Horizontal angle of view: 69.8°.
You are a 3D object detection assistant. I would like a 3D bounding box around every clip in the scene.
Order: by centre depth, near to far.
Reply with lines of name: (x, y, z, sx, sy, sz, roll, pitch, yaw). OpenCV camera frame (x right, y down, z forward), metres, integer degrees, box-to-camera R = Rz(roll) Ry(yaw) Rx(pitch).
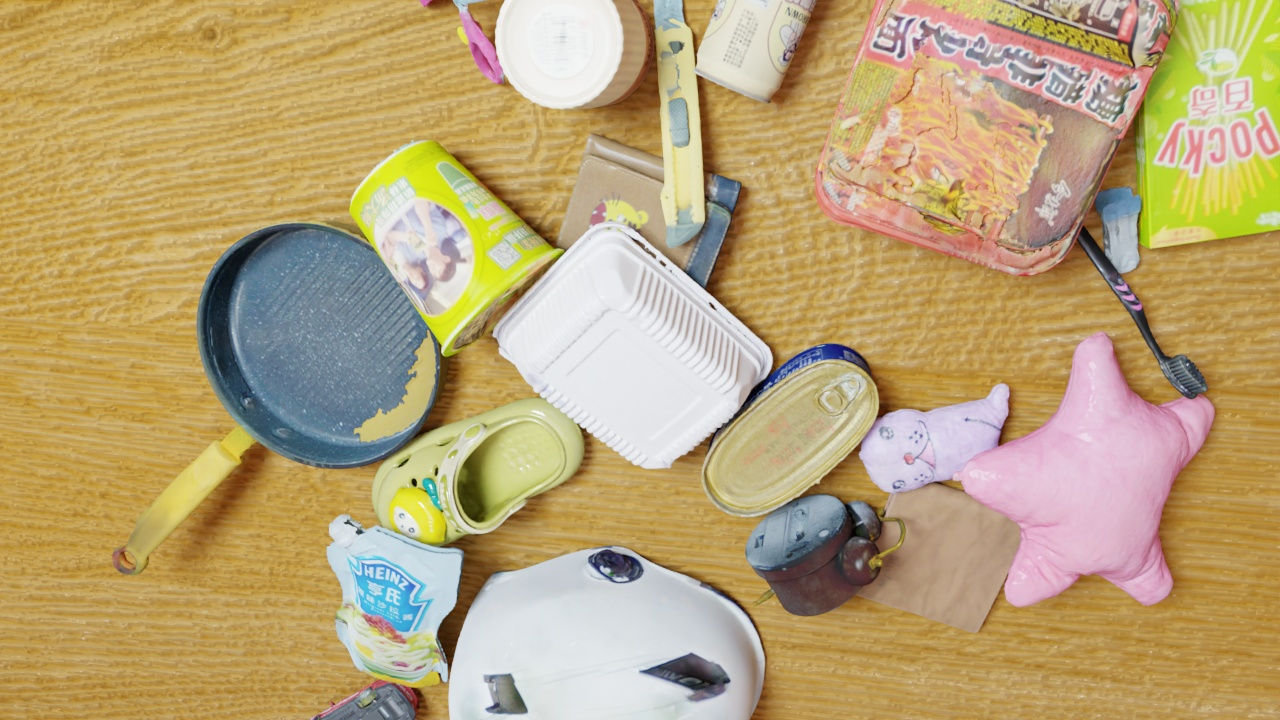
clip: (0.317, -0.084, 0.606, 0.027, 0.045, 0.058, -12, 116, 8)

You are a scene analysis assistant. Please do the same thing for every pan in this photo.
pan: (-0.302, 0.045, 0.726, 0.197, 0.078, 0.358, 44, 110, -5)

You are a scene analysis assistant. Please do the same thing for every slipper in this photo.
slipper: (-0.134, 0.093, 0.713, 0.191, 0.081, 0.091, -27, 99, 14)

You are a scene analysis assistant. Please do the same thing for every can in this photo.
can: (0.081, -0.228, 0.579, 0.058, 0.058, 0.116, 23, 111, 2)
can: (0.108, 0.051, 0.671, 0.074, 0.049, 0.148, 43, 110, -6)

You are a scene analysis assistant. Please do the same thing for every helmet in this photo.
helmet: (-0.035, 0.276, 0.719, 0.259, 0.145, 0.229, -1, 108, 10)

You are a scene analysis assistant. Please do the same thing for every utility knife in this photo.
utility knife: (0.024, -0.170, 0.615, 0.031, 0.020, 0.188, -4, 87, -2)

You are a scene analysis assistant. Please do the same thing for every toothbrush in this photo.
toothbrush: (0.315, -0.053, 0.605, 0.014, 0.018, 0.189, -35, 90, -25)

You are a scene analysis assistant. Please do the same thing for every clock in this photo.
clock: (0.136, 0.140, 0.678, 0.122, 0.081, 0.055, -24, 107, 24)

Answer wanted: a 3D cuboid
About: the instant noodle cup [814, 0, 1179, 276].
instant noodle cup: (0.209, -0.158, 0.566, 0.164, 0.079, 0.189, 20, 109, 7)

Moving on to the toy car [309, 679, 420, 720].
toy car: (-0.252, 0.325, 0.827, 0.121, 0.045, 0.053, -32, 98, 13)

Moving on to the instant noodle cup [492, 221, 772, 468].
instant noodle cup: (-0.004, 0.004, 0.644, 0.173, 0.060, 0.138, 38, 115, -23)

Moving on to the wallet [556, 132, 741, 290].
wallet: (0.005, -0.101, 0.650, 0.115, 0.033, 0.090, 22, 111, 6)

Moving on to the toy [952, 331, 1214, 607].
toy: (0.301, 0.076, 0.626, 0.178, 0.074, 0.195, 6, 100, -9)

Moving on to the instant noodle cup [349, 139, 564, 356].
instant noodle cup: (-0.134, -0.085, 0.644, 0.112, 0.111, 0.123, -41, 89, 19)

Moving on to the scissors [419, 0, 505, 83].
scissors: (-0.123, -0.238, 0.595, 0.017, 0.133, 0.131, -41, 65, -10)

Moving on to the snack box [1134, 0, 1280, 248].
snack box: (0.357, -0.153, 0.572, 0.086, 0.026, 0.156, -7, 107, 13)

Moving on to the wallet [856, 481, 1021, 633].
wallet: (0.228, 0.148, 0.699, 0.101, 0.020, 0.115, 16, 112, 7)

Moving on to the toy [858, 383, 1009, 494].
toy: (0.212, 0.064, 0.660, 0.108, 0.039, 0.084, -10, 102, 5)

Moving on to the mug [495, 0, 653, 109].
mug: (-0.048, -0.215, 0.581, 0.082, 0.105, 0.114, -32, 100, 18)

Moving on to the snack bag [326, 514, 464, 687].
snack bag: (-0.201, 0.199, 0.748, 0.110, 0.038, 0.191, 23, 132, 11)
